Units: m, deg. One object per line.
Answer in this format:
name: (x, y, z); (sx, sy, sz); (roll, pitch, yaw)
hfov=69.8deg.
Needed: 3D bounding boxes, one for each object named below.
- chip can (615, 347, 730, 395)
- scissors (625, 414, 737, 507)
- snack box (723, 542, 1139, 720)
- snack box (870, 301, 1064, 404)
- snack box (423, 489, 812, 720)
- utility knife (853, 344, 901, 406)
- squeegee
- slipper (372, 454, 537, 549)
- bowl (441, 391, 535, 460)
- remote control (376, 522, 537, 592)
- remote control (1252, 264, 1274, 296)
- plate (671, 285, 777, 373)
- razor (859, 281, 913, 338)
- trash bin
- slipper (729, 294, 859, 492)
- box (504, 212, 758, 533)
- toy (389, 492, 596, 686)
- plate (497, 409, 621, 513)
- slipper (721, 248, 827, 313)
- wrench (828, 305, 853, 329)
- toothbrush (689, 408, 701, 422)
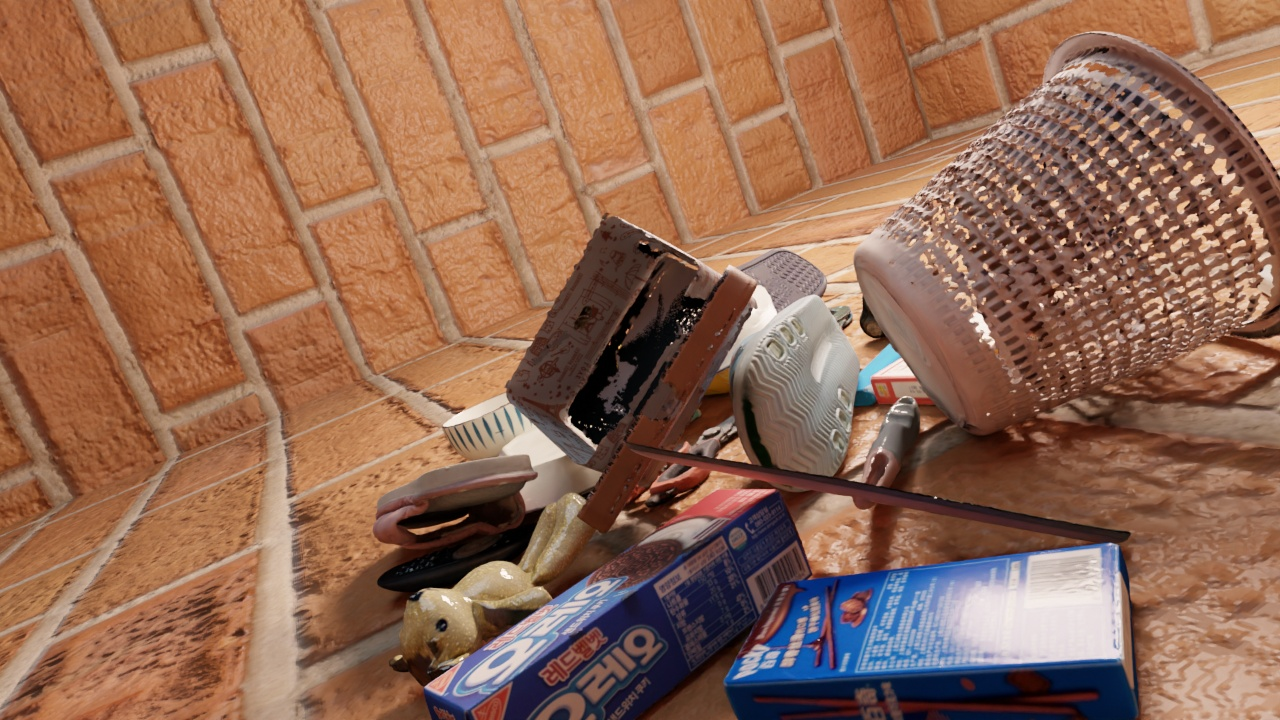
chip can: (0.054, 0.005, 0.974); (0.214, 0.072, 0.071); (-10, 15, 46)
scissors: (0.060, 0.072, 0.776); (0.205, 0.015, 0.196); (-21, 9, 1)
snack box: (0.121, 0.118, 0.389); (0.157, 0.026, 0.084); (-15, 12, 30)
snack box: (0.267, -0.007, 0.740); (0.155, 0.027, 0.077); (-27, 12, -28)
snack box: (-0.004, 0.135, 0.464); (0.207, 0.057, 0.058); (-28, 10, -33)
utility knife: (0.234, -0.008, 0.829); (0.034, 0.018, 0.215); (-15, 13, 40)
squeegee: (0.151, 0.060, 0.569); (0.248, 0.040, 0.249); (8, 11, 22)
slipper: (-0.152, 0.122, 0.746); (0.114, 0.054, 0.275); (-5, -13, -27)
bowl: (-0.154, 0.078, 1.018); (0.116, 0.066, 0.116); (-22, 8, 3)
remote control: (-0.137, 0.156, 0.706); (0.136, 0.024, 0.053); (-18, 4, 12)
remote control: (0.456, -0.049, 0.605); (0.056, 0.019, 0.134); (-17, 11, 20)
plate: (0.053, -0.026, 0.897); (0.164, 0.034, 0.163); (-29, 22, 9)
razor: (0.270, -0.063, 0.977); (0.068, 0.062, 0.167); (-50, -8, 23)
trash bin: (0.257, -0.061, 0.596); (0.192, 0.227, 0.227); (-33, 10, 5)
slipper: (0.112, 0.018, 0.707); (0.074, 0.104, 0.244); (-31, 8, 29)
box: (0.005, 0.007, 0.657); (0.179, 0.125, 0.274); (-59, 21, 5)
toy: (-0.085, 0.140, 0.573); (0.105, 0.066, 0.156); (-18, 16, 46)
plate: (-0.067, 0.083, 0.873); (0.162, 0.034, 0.266); (-25, 8, -13)
slipper: (0.143, -0.056, 1.093); (0.267, 0.111, 0.083); (-37, -20, -54)
wrench: (0.193, -0.021, 0.984); (0.056, 0.016, 0.272); (-21, 9, 22)
toothbrush: (0.003, 0.054, 0.974); (0.029, 0.020, 0.190); (8, -6, -29)
